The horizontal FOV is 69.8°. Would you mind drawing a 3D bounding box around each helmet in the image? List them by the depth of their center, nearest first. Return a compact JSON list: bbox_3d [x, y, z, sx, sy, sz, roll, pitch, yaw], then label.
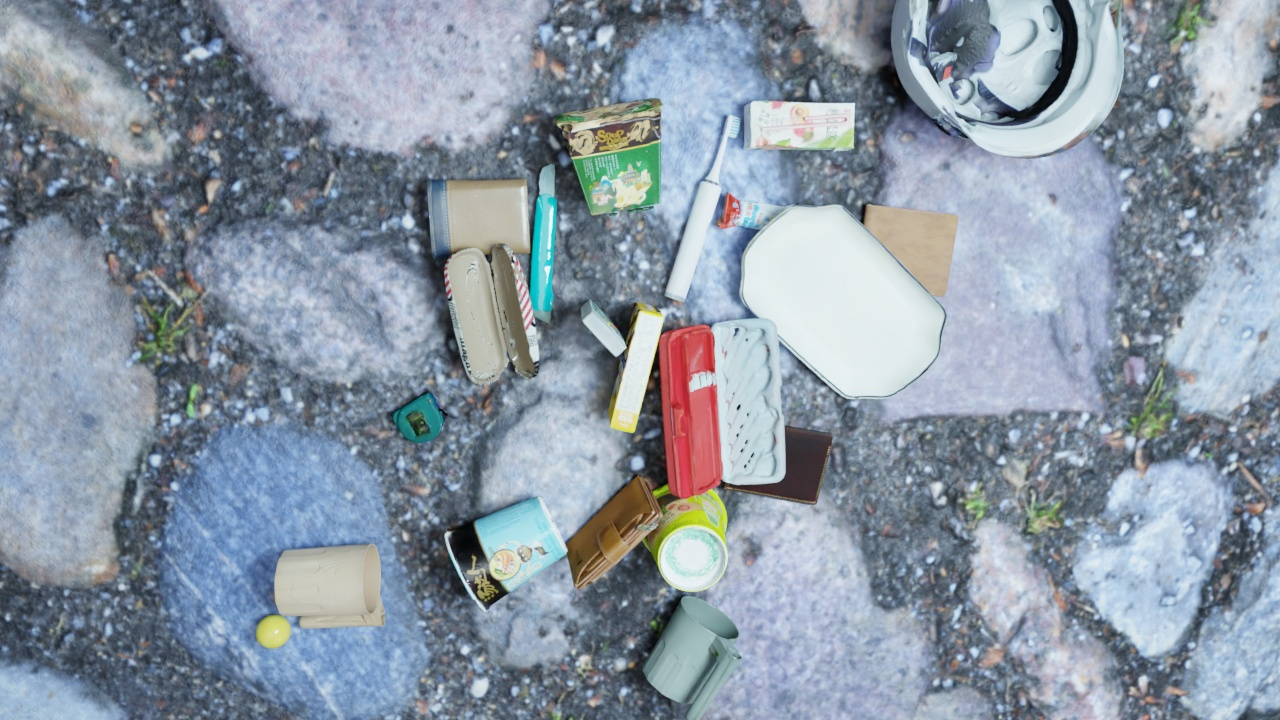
[{"bbox_3d":[0.380,-0.345,0.994,0.258,0.146,0.229,40,97,-17],"label":"helmet"}]

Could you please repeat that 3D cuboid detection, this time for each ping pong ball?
[{"bbox_3d":[-0.450,0.332,1.124,0.040,0.040,0.040,-1,100,-3],"label":"ping pong ball"}]

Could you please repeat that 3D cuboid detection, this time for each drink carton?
[{"bbox_3d":[0.181,-0.267,1.047,0.122,0.045,0.053,0,99,-4],"label":"drink carton"}]

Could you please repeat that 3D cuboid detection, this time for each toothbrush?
[{"bbox_3d":[0.073,-0.176,1.068,0.026,0.027,0.221,15,99,-17],"label":"toothbrush"}]

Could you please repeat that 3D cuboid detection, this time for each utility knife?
[{"bbox_3d":[-0.112,-0.136,1.071,0.029,0.013,0.185,4,102,-7],"label":"utility knife"}]

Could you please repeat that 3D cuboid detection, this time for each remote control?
[{"bbox_3d":[-0.043,-0.038,1.031,0.019,0.135,0.056,-42,99,3],"label":"remote control"}]

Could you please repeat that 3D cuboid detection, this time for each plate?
[{"bbox_3d":[0.236,-0.069,1.077,0.265,0.034,0.162,41,110,-12],"label":"plate"}]

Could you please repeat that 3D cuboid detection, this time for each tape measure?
[{"bbox_3d":[-0.262,0.070,1.095,0.058,0.025,0.054,-31,100,3],"label":"tape measure"}]

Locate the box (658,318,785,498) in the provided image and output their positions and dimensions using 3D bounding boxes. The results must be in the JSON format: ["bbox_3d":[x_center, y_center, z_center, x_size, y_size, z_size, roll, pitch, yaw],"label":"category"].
[{"bbox_3d":[0.094,0.055,1.078,0.157,0.069,0.201,-8,101,-18],"label":"box"}]

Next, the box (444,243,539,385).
[{"bbox_3d":[-0.170,-0.048,1.045,0.086,0.075,0.162,-20,115,-24],"label":"box"}]

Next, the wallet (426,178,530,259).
[{"bbox_3d":[-0.185,-0.164,1.053,0.115,0.033,0.090,-3,103,-4],"label":"wallet"}]

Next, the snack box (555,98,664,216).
[{"bbox_3d":[-0.027,-0.225,1.019,0.118,0.117,0.106,-9,113,1],"label":"snack box"}]

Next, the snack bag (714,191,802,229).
[{"bbox_3d":[0.141,-0.168,1.073,0.105,0.026,0.045,8,97,-7],"label":"snack bag"}]

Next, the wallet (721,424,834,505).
[{"bbox_3d":[0.170,0.126,1.134,0.122,0.020,0.096,10,103,-6],"label":"wallet"}]

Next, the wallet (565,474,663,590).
[{"bbox_3d":[-0.032,0.207,1.086,0.131,0.119,0.035,-44,106,4],"label":"wallet"}]

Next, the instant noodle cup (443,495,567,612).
[{"bbox_3d":[-0.156,0.221,1.093,0.120,0.111,0.111,-28,101,-6],"label":"instant noodle cup"}]

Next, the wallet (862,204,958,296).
[{"bbox_3d":[0.316,-0.130,1.094,0.115,0.020,0.101,6,101,-6],"label":"wallet"}]

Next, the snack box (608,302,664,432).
[{"bbox_3d":[-0.006,0.006,1.066,0.033,0.087,0.140,12,100,-5],"label":"snack box"}]

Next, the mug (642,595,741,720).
[{"bbox_3d":[0.067,0.366,1.121,0.083,0.124,0.103,26,101,-26],"label":"mug"}]

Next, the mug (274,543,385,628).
[{"bbox_3d":[-0.371,0.279,1.107,0.103,0.084,0.125,-2,127,-2],"label":"mug"}]

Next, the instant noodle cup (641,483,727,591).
[{"bbox_3d":[0.056,0.212,1.089,0.111,0.123,0.112,-1,100,-3],"label":"instant noodle cup"}]
